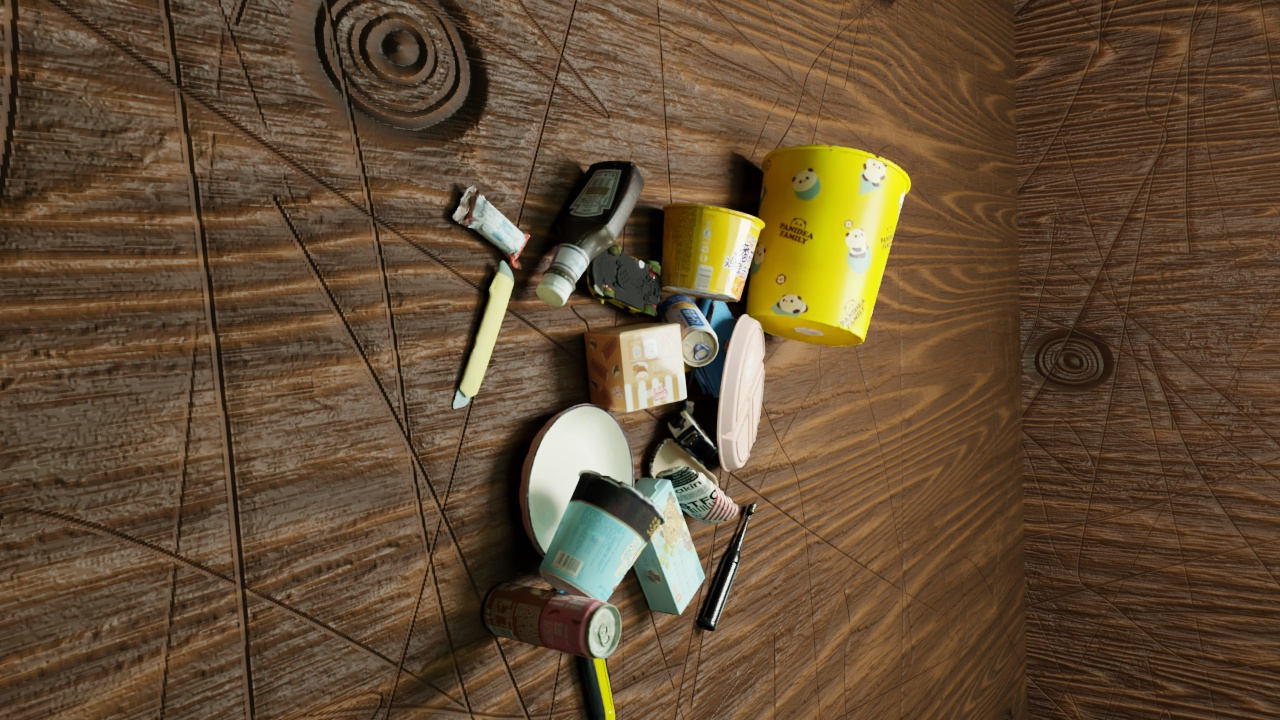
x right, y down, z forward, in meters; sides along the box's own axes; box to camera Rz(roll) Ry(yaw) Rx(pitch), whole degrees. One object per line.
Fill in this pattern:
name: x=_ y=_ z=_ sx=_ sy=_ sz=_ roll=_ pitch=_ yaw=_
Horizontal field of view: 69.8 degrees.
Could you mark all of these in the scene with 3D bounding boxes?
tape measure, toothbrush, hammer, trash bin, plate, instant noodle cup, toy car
tape measure: x=0.068 y=0.101 z=1.243 sx=0.033 sy=0.066 sz=0.066 roll=-39 pitch=140 yaw=5
toothbrush: x=0.136 y=0.303 z=1.373 sx=0.027 sy=0.026 sz=0.212 roll=107 pitch=8 yaw=-58
hammer: x=-0.041 y=0.456 z=1.129 sx=0.125 sy=0.032 sz=0.323 roll=-29 pitch=113 yaw=-51
trash bin: x=0.274 y=-0.166 z=1.405 sx=0.229 sy=0.230 sz=0.255 roll=22 pitch=78 yaw=-52
plate: x=-0.078 y=0.146 z=1.067 sx=0.192 sy=0.039 sz=0.192 roll=-1 pitch=91 yaw=-54
plate: x=0.150 y=0.048 z=1.326 sx=0.229 sy=0.028 sz=0.229 roll=7 pitch=89 yaw=-73
instant noodle cup: x=0.089 y=-0.140 z=1.223 sx=0.137 sy=0.138 sz=0.110 roll=10 pitch=90 yaw=-54
instant noodle cup: x=-0.048 y=0.199 z=0.997 sx=0.111 sy=0.111 sz=0.120 roll=51 pitch=60 yaw=-41
toothbrush: x=0.079 y=0.000 z=1.237 sx=0.015 sy=0.018 sz=0.181 roll=-96 pitch=-165 yaw=-60
toy car: x=-0.021 y=-0.100 z=1.140 sx=0.155 sy=0.041 sz=0.071 roll=19 pitch=75 yaw=-54

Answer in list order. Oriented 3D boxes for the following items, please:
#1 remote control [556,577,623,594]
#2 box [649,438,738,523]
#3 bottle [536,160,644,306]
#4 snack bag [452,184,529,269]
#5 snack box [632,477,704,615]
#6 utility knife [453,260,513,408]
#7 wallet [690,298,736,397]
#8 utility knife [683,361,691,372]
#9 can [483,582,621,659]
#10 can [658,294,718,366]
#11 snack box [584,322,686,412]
remote control: x=-0.069 y=0.275 z=1.085 sx=0.049 sy=0.024 sz=0.124 roll=54 pitch=43 yaw=-4
box: x=0.070 y=0.163 z=1.256 sx=0.162 sy=0.076 sz=0.087 roll=40 pitch=32 yaw=-45
bottle: x=-0.062 y=-0.147 z=1.052 sx=0.044 sy=0.080 sz=0.194 roll=56 pitch=50 yaw=-45
snack bag: x=-0.153 y=-0.140 z=0.972 sx=0.105 sy=0.026 sz=0.045 roll=40 pitch=67 yaw=-45
snack box: x=0.026 y=0.243 z=1.200 sx=0.074 sy=0.052 sz=0.175 roll=-46 pitch=126 yaw=-44
utility knife: x=-0.163 y=-0.025 z=0.968 sx=0.031 sy=0.018 sz=0.167 roll=32 pitch=63 yaw=-45
wallet: x=0.105 y=-0.025 z=1.308 sx=0.106 sy=0.040 sz=0.132 roll=60 pitch=37 yaw=-30
utility knife: x=0.049 y=0.009 z=1.259 sx=0.208 sy=0.015 sz=0.033 roll=-15 pitch=104 yaw=-57
can: x=-0.094 y=0.269 z=0.955 sx=0.057 sy=0.147 sz=0.058 roll=-1 pitch=91 yaw=-54
can: x=0.061 y=-0.040 z=1.180 sx=0.134 sy=0.053 sz=0.053 roll=-113 pitch=-176 yaw=-65
snack box: x=-0.007 y=0.007 z=1.114 sx=0.092 sy=0.077 sz=0.094 roll=-11 pitch=99 yaw=-36
